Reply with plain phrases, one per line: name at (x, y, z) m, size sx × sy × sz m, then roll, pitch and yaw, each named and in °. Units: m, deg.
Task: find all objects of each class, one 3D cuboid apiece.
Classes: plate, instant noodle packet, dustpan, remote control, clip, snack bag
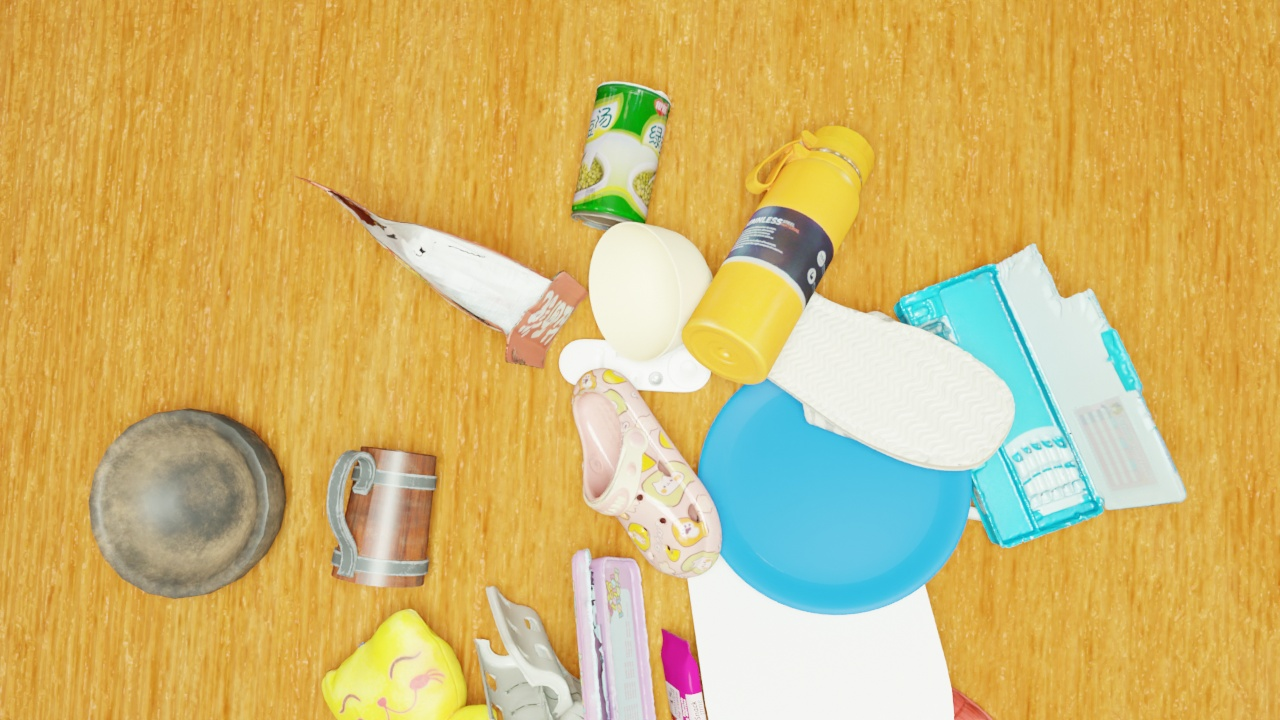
plate at (0.161, 0.102, 0.778) m, size 0.224 × 0.024 × 0.224 m, roll -6°, pitch 67°, yaw 13°
instant noodle packet at (-0.163, -0.087, 0.763) m, size 0.221 × 0.164 × 0.084 m, roll 32°, pitch 91°, yaw 4°
dustpan at (0.151, 0.261, 0.752) m, size 0.192 × 0.053 × 0.257 m, roll -14°, pitch 60°, yaw 11°
remote control at (-0.005, 0.005, 0.822) m, size 0.136 × 0.013 × 0.043 m, roll 3°, pitch 87°, yaw 4°
clip at (-0.092, 0.274, 0.767) m, size 0.105 × 0.126 × 0.152 m, roll -33°, pitch 109°, yaw -6°
snack bag at (0.044, 0.331, 0.776) m, size 0.016 × 0.070 × 0.196 m, roll -8°, pitch 87°, yaw -17°

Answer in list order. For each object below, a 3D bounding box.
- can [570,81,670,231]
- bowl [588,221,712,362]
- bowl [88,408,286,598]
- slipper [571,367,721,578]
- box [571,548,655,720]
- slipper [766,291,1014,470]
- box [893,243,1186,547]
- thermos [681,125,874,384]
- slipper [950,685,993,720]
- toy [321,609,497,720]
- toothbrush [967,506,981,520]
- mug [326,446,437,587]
can at (-0.017, -0.177, 0.805) m, size 0.067 × 0.067 × 0.121 m, roll 12°, pitch 88°, yaw 4°
bowl at (0.021, -0.062, 0.789) m, size 0.073 × 0.118 × 0.118 m, roll -13°, pitch 85°, yaw -39°
bowl at (-0.391, 0.124, 0.814) m, size 0.162 × 0.070 × 0.162 m, roll 0°, pitch 87°, yaw 4°
slipper at (-0.014, 0.102, 0.772) m, size 0.081 × 0.093 × 0.197 m, roll -22°, pitch 77°, yaw -40°
box at (-0.023, 0.260, 0.724) m, size 0.041 × 0.151 × 0.214 m, roll -9°, pitch 73°, yaw 10°
slipper at (0.174, 0.003, 0.770) m, size 0.273 × 0.054 × 0.114 m, roll 28°, pitch 81°, yaw 24°
box at (0.327, 0.025, 0.760) m, size 0.169 × 0.086 × 0.227 m, roll -27°, pitch 80°, yaw 36°
thermos at (0.116, -0.098, 0.750) m, size 0.091 × 0.076 × 0.232 m, roll 49°, pitch 62°, yaw -35°
slipper at (0.201, 0.290, 0.771) m, size 0.249 × 0.059 × 0.103 m, roll 34°, pitch 89°, yaw 6°
toy at (-0.173, 0.311, 0.783) m, size 0.135 × 0.087 × 0.194 m, roll -43°, pitch 81°, yaw 18°
toothbrush at (0.238, 0.124, 0.797) m, size 0.187 × 0.017 × 0.012 m, roll 9°, pitch 77°, yaw 4°
mug at (-0.226, 0.131, 0.782) m, size 0.081 × 0.117 × 0.111 m, roll 5°, pitch 83°, yaw 22°
